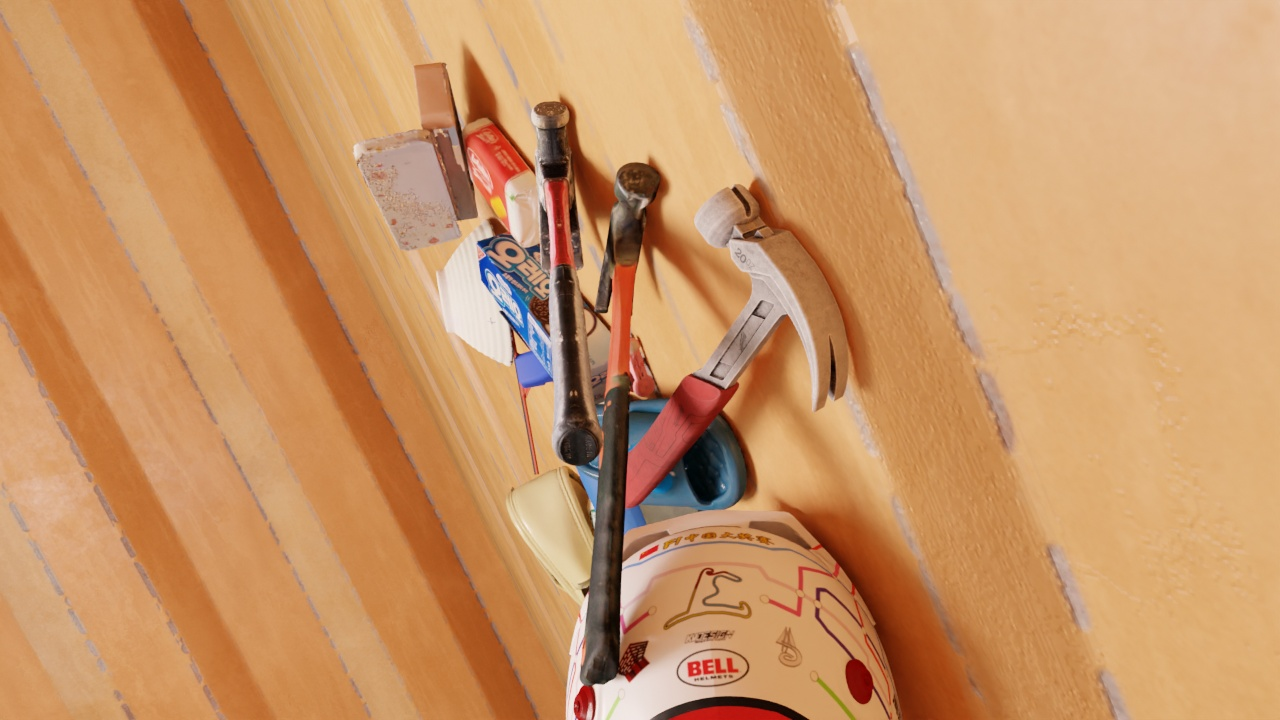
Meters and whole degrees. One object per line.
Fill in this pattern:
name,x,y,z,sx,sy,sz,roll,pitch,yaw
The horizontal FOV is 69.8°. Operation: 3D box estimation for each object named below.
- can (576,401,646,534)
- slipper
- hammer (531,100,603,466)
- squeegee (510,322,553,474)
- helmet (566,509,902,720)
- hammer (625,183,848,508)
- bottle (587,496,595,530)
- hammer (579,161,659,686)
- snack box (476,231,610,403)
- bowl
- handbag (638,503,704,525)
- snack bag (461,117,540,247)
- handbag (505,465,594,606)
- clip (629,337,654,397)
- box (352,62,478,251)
can,-0.017,0.115,0.914,0.079,0.078,0.146,12,127,67
slipper,0.003,0.085,0.782,0.214,0.059,0.104,1,119,45
hammer,-0.053,-0.049,0.646,0.325,0.036,0.141,-100,7,-49
squeegee,-0.117,0.007,1.073,0.185,0.055,0.249,155,105,-73
helmet,0.066,0.265,0.646,0.235,0.231,0.314,-71,-28,-77
hammer,0.038,0.032,0.622,0.126,0.036,0.317,55,147,17
bottle,-0.024,0.196,1.053,0.057,0.056,0.162,98,154,-60
hammer,-0.018,0.040,0.608,0.133,0.033,0.332,110,165,-61
snack box,-0.093,-0.046,0.919,0.226,0.059,0.059,49,152,37
bowl,-0.202,-0.075,1.091,0.177,0.071,0.177,170,91,-77
handbag,0.055,0.196,0.865,0.084,0.027,0.178,-10,104,43
snack bag,-0.131,-0.173,0.895,0.116,0.036,0.077,52,160,29
handbag,-0.084,0.230,1.149,0.233,0.088,0.191,63,-178,-78
clip,-0.007,0.004,0.831,0.037,0.022,0.058,32,139,62
box,-0.225,-0.204,0.945,0.216,0.096,0.105,100,165,-73
